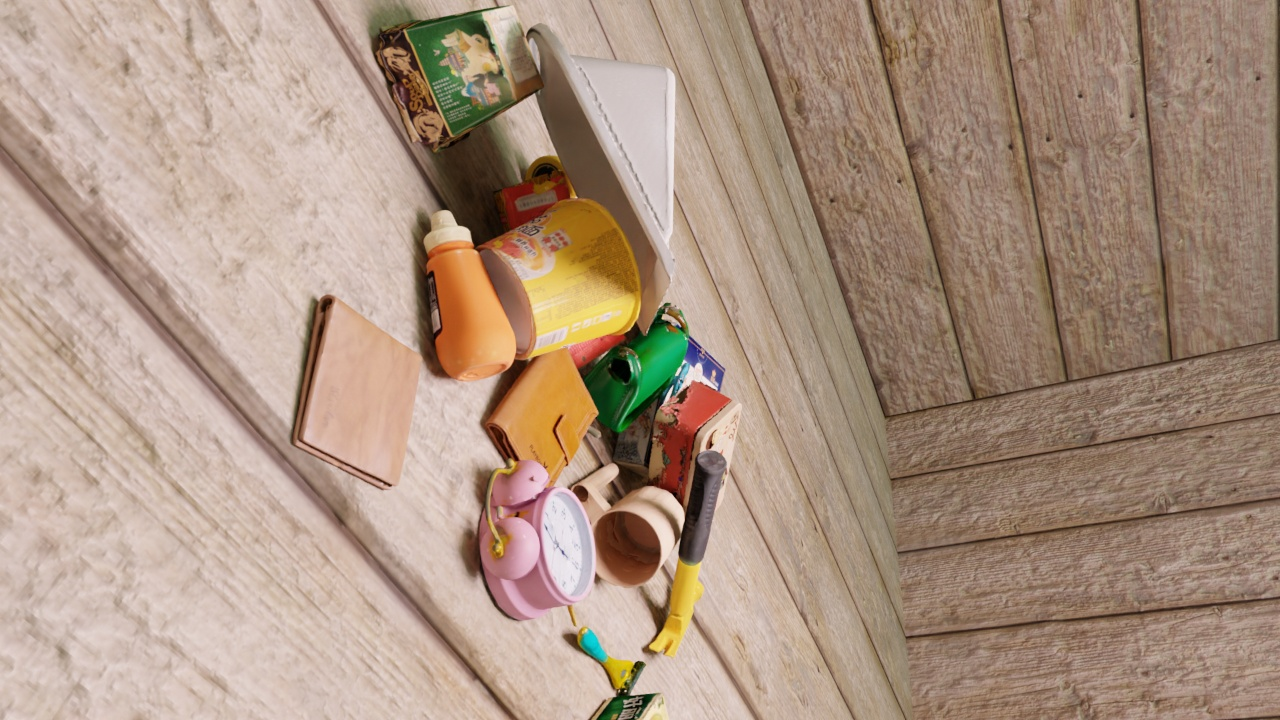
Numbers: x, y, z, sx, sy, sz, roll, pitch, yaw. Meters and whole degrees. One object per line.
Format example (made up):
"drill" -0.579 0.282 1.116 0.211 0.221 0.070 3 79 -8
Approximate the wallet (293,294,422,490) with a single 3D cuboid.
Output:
"wallet" -0.201 0.025 0.661 0.101 0.020 0.115 44 41 -53

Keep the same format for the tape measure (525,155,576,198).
"tape measure" -0.097 -0.197 1.014 0.028 0.060 0.057 -25 95 -67

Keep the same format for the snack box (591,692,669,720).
"snack box" -0.030 0.398 0.807 0.239 0.063 0.114 -17 94 -70

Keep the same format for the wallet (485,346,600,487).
"wallet" -0.090 0.059 0.888 0.119 0.035 0.130 62 38 -30

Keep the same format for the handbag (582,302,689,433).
"handbag" -0.006 0.006 1.005 0.068 0.120 0.131 38 42 12

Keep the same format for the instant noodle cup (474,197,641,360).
"instant noodle cup" -0.084 -0.069 0.838 0.109 0.138 0.138 -25 104 -32

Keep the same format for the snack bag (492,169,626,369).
"snack bag" -0.083 -0.091 0.967 0.128 0.073 0.208 -39 117 -52

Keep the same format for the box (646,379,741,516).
"box" 0.050 0.111 1.052 0.091 0.080 0.169 -37 144 -42

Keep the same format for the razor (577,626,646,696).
"razor" -0.035 0.293 0.910 0.043 0.028 0.132 -55 140 -22

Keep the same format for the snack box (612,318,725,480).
"snack box" 0.042 0.064 1.157 0.178 0.046 0.182 39 61 -58

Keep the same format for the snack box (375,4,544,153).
"snack box" -0.155 -0.264 0.834 0.117 0.106 0.118 -62 136 -61

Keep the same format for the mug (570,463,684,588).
"mug" -0.015 0.171 0.987 0.124 0.084 0.103 50 19 6

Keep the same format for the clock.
"clock" -0.094 0.154 0.798 0.158 0.060 0.117 56 28 -40

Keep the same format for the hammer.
"hammer" 0.055 0.213 1.002 0.128 0.033 0.301 -59 162 -48

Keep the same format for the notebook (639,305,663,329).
"notebook" 0.013 -0.061 1.205 0.206 0.010 0.145 77 13 -51

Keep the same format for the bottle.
"bottle" -0.153 -0.059 0.785 0.066 0.067 0.149 13 57 -67

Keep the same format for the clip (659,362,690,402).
"clip" 0.040 0.026 1.075 0.057 0.047 0.014 -67 148 -19

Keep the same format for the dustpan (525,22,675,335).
"dustpan" -0.046 -0.176 0.862 0.223 0.142 0.257 117 -23 -78
